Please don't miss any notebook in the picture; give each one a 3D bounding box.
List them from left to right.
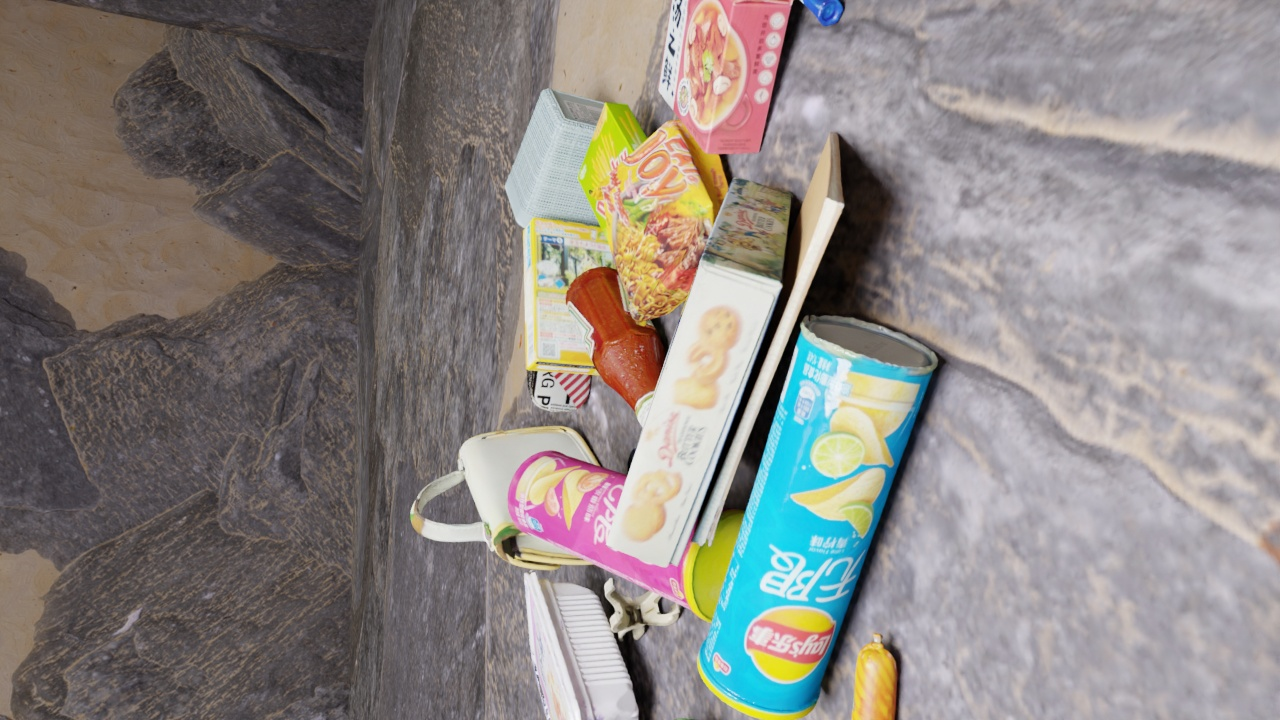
[{"bbox_3d":[0.075,-0.016,0.535,0.149,0.012,0.212,-68,-4,-62],"label":"notebook"}]

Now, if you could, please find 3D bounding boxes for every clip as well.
[{"bbox_3d":[0.008,0.195,0.717,0.102,0.094,0.035,60,-165,-57],"label":"clip"}]

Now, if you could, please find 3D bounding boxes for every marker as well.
[{"bbox_3d":[0.096,-0.257,0.603,0.145,0.017,0.017,-111,34,-45],"label":"marker"}]

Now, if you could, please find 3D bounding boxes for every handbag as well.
[{"bbox_3d":[-0.121,0.127,0.831,0.163,0.178,0.063,-130,44,-56],"label":"handbag"}]

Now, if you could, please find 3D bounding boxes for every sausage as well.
[{"bbox_3d":[0.116,0.221,0.467,0.021,0.021,0.165,-177,92,-66],"label":"sausage"}]

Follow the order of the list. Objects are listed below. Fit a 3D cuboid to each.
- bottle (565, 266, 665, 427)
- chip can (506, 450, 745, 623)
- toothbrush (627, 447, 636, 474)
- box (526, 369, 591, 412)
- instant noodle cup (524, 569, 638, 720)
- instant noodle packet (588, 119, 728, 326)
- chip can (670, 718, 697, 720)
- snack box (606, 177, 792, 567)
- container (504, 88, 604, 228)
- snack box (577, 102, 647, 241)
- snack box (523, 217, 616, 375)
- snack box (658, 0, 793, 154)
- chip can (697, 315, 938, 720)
[{"bbox_3d":[-0.004,0.004,0.736,0.206,0.059,0.060,62,141,41],"label":"bottle"},{"bbox_3d":[-0.010,0.115,0.641,0.211,0.071,0.071,10,96,50],"label":"chip can"},{"bbox_3d":[-0.008,0.121,0.735,0.189,0.016,0.014,100,150,-52],"label":"toothbrush"},{"bbox_3d":[-0.076,-0.030,0.900,0.060,0.071,0.164,-8,81,41],"label":"box"},{"bbox_3d":[-0.048,0.268,0.758,0.173,0.060,0.138,-121,26,-55],"label":"instant noodle cup"},{"bbox_3d":[0.018,-0.106,0.673,0.111,0.044,0.128,-34,59,30],"label":"instant noodle packet"},{"bbox_3d":[0.051,0.315,0.536,0.221,0.072,0.073,-124,44,-55],"label":"chip can"},{"bbox_3d":[0.040,-0.001,0.551,0.182,0.046,0.178,-64,-8,-64],"label":"snack box"},{"bbox_3d":[-0.067,-0.188,0.876,0.112,0.089,0.090,-66,31,33],"label":"container"},{"bbox_3d":[-0.006,-0.134,0.770,0.156,0.026,0.086,65,144,31],"label":"snack box"},{"bbox_3d":[-0.061,-0.057,0.837,0.034,0.086,0.140,147,124,-61],"label":"snack box"},{"bbox_3d":[0.056,-0.224,0.631,0.113,0.044,0.127,-114,27,-49],"label":"snack box"},{"bbox_3d":[0.090,0.085,0.488,0.071,0.071,0.210,-131,51,-59],"label":"chip can"}]
